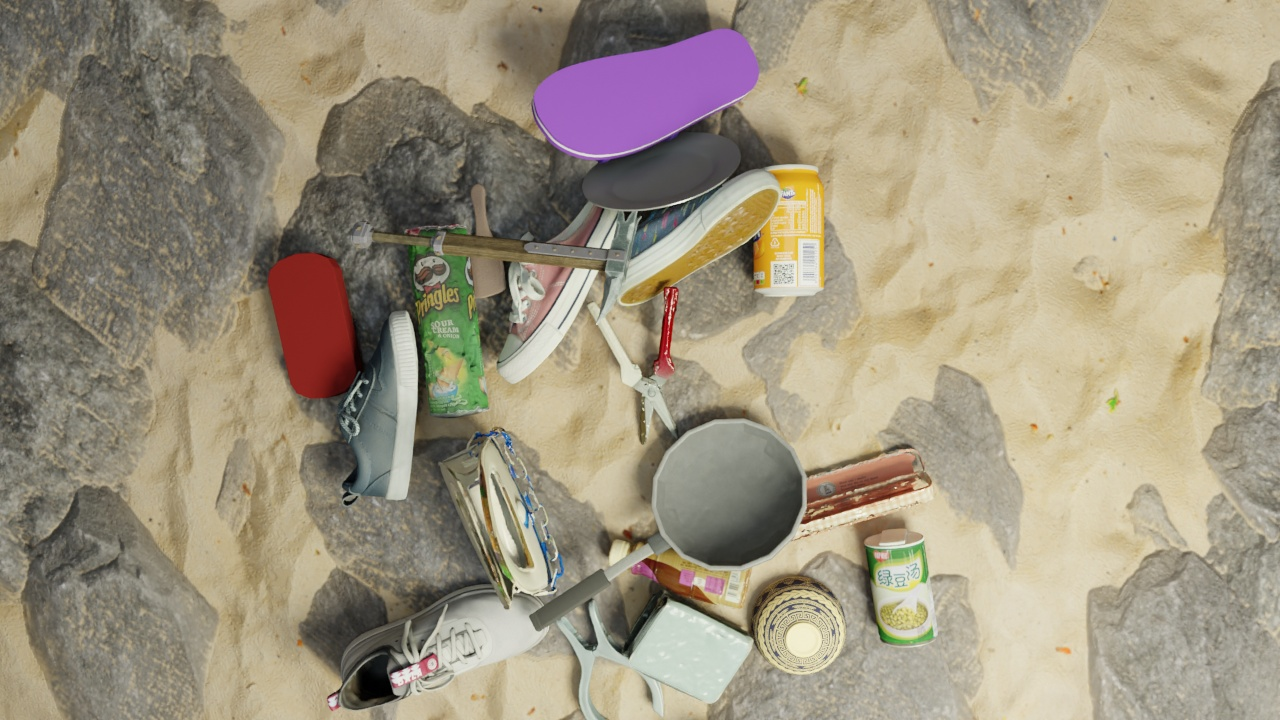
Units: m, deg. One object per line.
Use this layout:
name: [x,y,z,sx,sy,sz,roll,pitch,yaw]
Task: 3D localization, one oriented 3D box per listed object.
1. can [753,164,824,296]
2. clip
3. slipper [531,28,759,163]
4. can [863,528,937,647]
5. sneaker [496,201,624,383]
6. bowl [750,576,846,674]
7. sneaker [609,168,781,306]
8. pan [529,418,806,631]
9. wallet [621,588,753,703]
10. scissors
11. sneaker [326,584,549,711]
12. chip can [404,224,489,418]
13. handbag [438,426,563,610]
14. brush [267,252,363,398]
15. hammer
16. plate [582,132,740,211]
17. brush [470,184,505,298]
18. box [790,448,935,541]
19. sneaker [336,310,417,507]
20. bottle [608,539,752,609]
can: [0.168,-0.145,1.041,0.079,0.079,0.142,0,92,3]
clip: [-0.064,0.386,1.106,0.141,0.029,0.171,-36,89,3]
slipper: [0.003,-0.294,1.051,0.266,0.084,0.107,-24,91,-17]
can: [0.300,0.260,1.057,0.067,0.067,0.121,-9,92,4]
sneaker: [-0.111,-0.091,1.053,0.088,0.118,0.241,30,89,-18]
bowl: [0.186,0.315,1.069,0.112,0.061,0.112,0,92,4]
sneaker: [0.052,-0.151,1.029,0.236,0.087,0.079,-33,68,31]
pan: [0.028,0.205,1.050,0.357,0.041,0.178,-33,61,0]
wallet: [0.055,0.335,1.076,0.131,0.054,0.100,32,100,-11]
scissors: [0.003,-0.002,1.063,0.179,0.015,0.194,30,105,-13]
sneaker: [-0.235,0.338,1.064,0.263,0.128,0.097,-18,94,0]
chip can: [-0.226,-0.044,1.074,0.075,0.075,0.223,-8,92,4]
handbag: [-0.153,0.176,1.016,0.093,0.200,0.200,-24,92,-9]
brush: [-0.386,-0.042,1.100,0.082,0.042,0.173,-12,92,4]
hammer: [-0.168,-0.119,0.999,0.317,0.028,0.146,7,63,9]
plate: [0.023,-0.207,1.016,0.178,0.178,0.012,-13,126,4]
brush: [-0.183,-0.143,1.092,0.050,0.015,0.135,-12,83,36]
box: [0.243,0.155,1.063,0.187,0.083,0.043,-17,121,2]
sneaker: [-0.307,0.056,1.068,0.087,0.089,0.235,4,99,-17]
bottle: [0.045,0.245,1.078,0.166,0.059,0.059,12,93,11]
